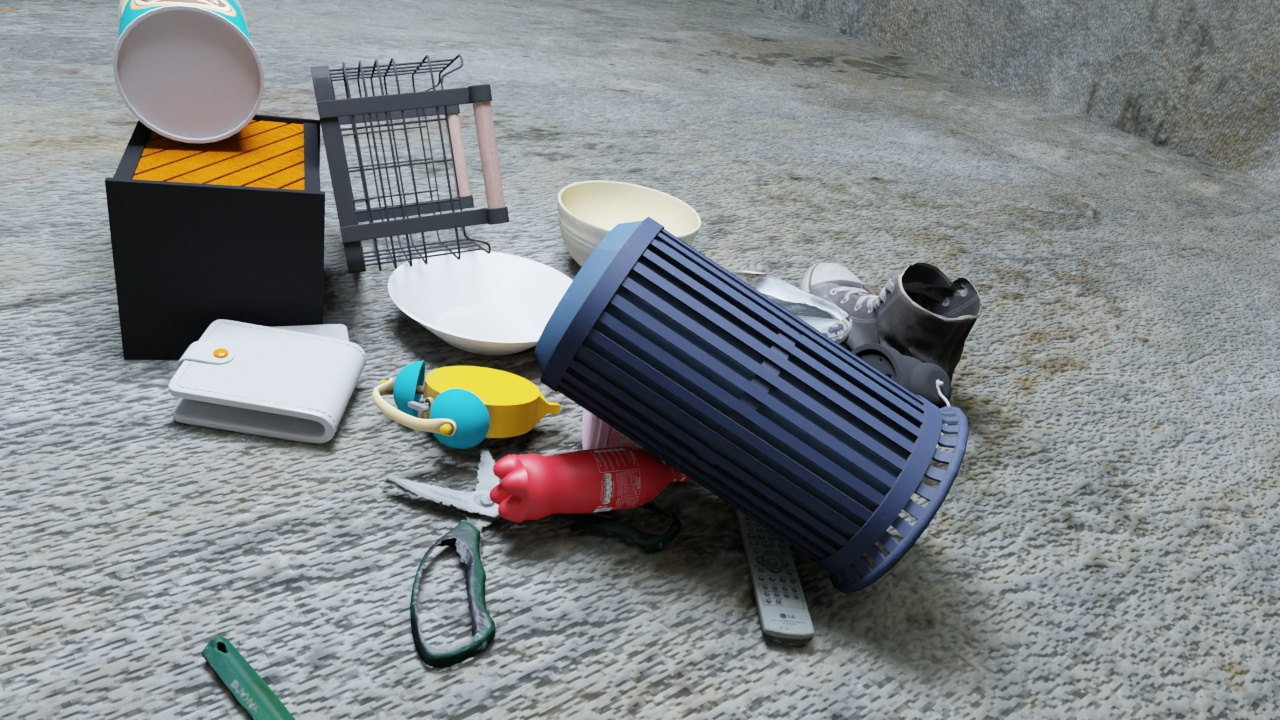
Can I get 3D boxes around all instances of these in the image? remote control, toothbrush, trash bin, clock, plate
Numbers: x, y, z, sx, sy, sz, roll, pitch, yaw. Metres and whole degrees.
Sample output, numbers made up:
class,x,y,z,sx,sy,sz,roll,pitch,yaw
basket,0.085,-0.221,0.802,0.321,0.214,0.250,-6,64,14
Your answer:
class,x,y,z,sx,sy,sz,roll,pitch,yaw
remote control,0.086,0.134,0.608,0.033,0.013,0.136,8,30,-7
toothbrush,-0.149,0.187,0.423,0.190,0.017,0.016,31,34,30
trash bin,0.063,0.022,0.593,0.249,0.140,0.139,33,31,0
clock,-0.129,0.030,0.673,0.129,0.044,0.099,-4,21,-43
plate,-0.135,-0.044,0.813,0.174,0.036,0.173,9,29,-5
trash bin,-0.331,-0.105,0.739,0.139,0.140,0.171,0,32,-20
clock,0.205,0.038,0.744,0.042,0.091,0.121,10,14,-26

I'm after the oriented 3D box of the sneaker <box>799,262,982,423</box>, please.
class,x,y,z,sx,sy,sz,roll,pitch,yaw
sneaker,0.231,-0.054,0.870,0.095,0.120,0.234,3,34,-15

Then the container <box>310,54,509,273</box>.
class,x,y,z,sx,sy,sz,roll,pitch,yaw
container,-0.206,-0.175,0.814,0.130,0.163,0.241,-10,15,-15

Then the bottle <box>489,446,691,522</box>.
class,x,y,z,sx,sy,sz,roll,pitch,yaw
bottle,-0.028,0.079,0.605,0.141,0.042,0.042,-2,32,-28

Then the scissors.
class,x,y,z,sx,sy,sz,roll,pitch,yaw
scissors,-0.076,0.118,0.575,0.201,0.015,0.205,12,31,-1

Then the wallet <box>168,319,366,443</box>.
class,x,y,z,sx,sy,sz,roll,pitch,yaw
wallet,-0.267,0.005,0.669,0.118,0.038,0.115,10,37,-5

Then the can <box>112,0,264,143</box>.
class,x,y,z,sx,sy,sz,roll,pitch,yaw
can,-0.356,-0.244,0.723,0.099,0.099,0.144,-4,33,-26

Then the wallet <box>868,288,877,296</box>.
class,x,y,z,sx,sy,sz,roll,pitch,yaw
wallet,0.237,-0.048,0.982,0.087,0.013,0.120,2,32,-17

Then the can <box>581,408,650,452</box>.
class,x,y,z,sx,sy,sz,roll,pitch,yaw
can,-0.001,0.043,0.680,0.076,0.067,0.067,6,30,-12

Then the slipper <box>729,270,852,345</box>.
class,x,y,z,sx,sy,sz,roll,pitch,yaw
slipper,0.120,-0.037,0.875,0.111,0.063,0.263,2,18,-15

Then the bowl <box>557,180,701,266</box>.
class,x,y,z,sx,sy,sz,roll,pitch,yaw
bowl,-0.018,-0.127,0.962,0.150,0.075,0.150,10,30,-6
